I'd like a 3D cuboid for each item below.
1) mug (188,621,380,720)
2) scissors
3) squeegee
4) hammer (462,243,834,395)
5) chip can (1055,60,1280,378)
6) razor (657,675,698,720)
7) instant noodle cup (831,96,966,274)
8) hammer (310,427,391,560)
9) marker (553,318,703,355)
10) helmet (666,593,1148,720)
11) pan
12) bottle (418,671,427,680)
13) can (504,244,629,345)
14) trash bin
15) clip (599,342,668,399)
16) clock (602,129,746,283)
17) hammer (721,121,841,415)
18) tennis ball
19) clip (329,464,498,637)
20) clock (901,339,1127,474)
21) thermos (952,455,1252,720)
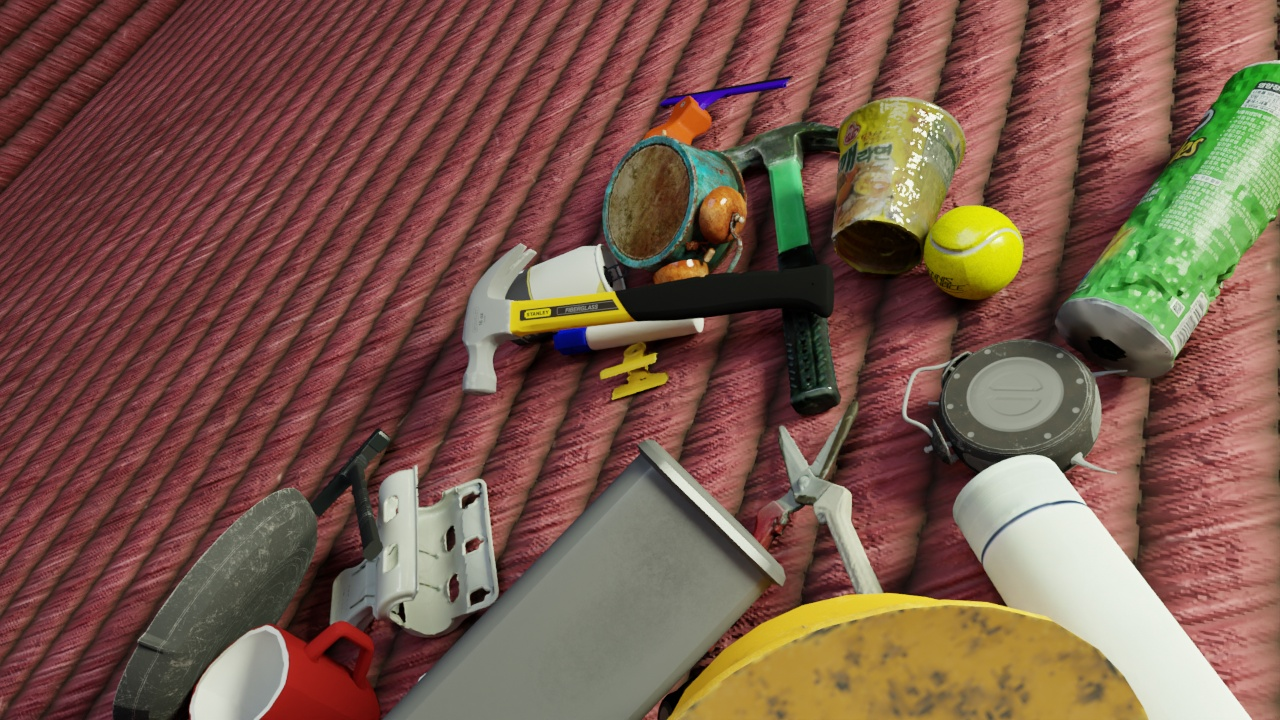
[{"bbox_3d":[-0.237,0.238,0.652,0.116,0.096,0.080,-41,42,-5],"label":"mug"},{"bbox_3d":[0.107,0.110,0.580,0.199,0.015,0.179,-54,26,-11],"label":"scissors"},{"bbox_3d":[0.023,-0.197,0.893,0.184,0.055,0.250,-59,26,-3],"label":"squeegee"},{"bbox_3d":[-0.006,-0.044,0.742,0.324,0.029,0.127,-5,77,25],"label":"hammer"},{"bbox_3d":[0.352,-0.088,0.578,0.223,0.075,0.075,-48,44,-13],"label":"chip can"},{"bbox_3d":[0.086,0.189,0.521,0.156,0.060,0.057,-15,31,-6],"label":"razor"},{"bbox_3d":[0.191,-0.129,0.706,0.102,0.102,0.108,0,58,33],"label":"instant noodle cup"},{"bbox_3d":[-0.219,0.111,0.704,0.095,0.015,0.325,-49,16,-10],"label":"hammer"},{"bbox_3d":[-0.011,-0.025,0.791,0.133,0.027,0.023,-9,86,27],"label":"marker"},{"bbox_3d":[0.090,0.201,0.430,0.255,0.205,0.131,-29,7,-2],"label":"helmet"},{"bbox_3d":[-0.350,0.259,0.700,0.040,0.207,0.357,30,90,2],"label":"pan"},{"bbox_3d":[-0.130,0.264,0.600,0.041,0.041,0.115,-22,44,14],"label":"bottle"},{"bbox_3d":[-0.070,-0.061,0.834,0.127,0.064,0.064,-19,45,18],"label":"can"},{"bbox_3d":[-0.037,0.155,0.517,0.097,0.192,0.220,44,88,4],"label":"trash bin"},{"bbox_3d":[-0.006,0.004,0.762,0.054,0.046,0.048,-19,70,20],"label":"clip"},{"bbox_3d":[0.040,-0.118,0.789,0.121,0.073,0.157,-55,49,26],"label":"clock"},{"bbox_3d":[0.129,-0.089,0.756,0.130,0.032,0.318,-16,46,20],"label":"hammer"},{"bbox_3d":[0.234,-0.076,0.648,0.065,0.065,0.065,-18,45,19],"label":"tennis ball"},{"bbox_3d":[-0.189,0.153,0.713,0.151,0.110,0.126,-19,41,3],"label":"clip"},{"bbox_3d":[0.230,0.033,0.570,0.123,0.044,0.091,1,54,34],"label":"clock"},{"bbox_3d":[0.235,0.148,0.447,0.068,0.068,0.229,-28,43,9],"label":"thermos"}]
